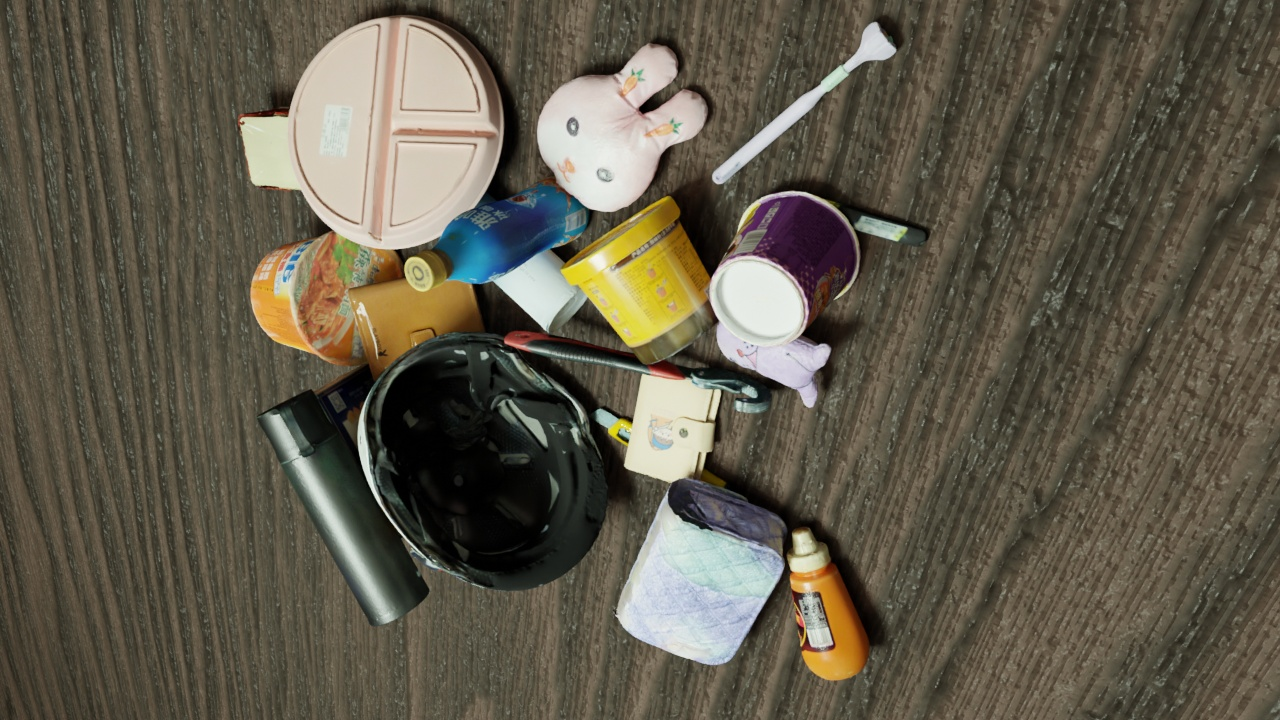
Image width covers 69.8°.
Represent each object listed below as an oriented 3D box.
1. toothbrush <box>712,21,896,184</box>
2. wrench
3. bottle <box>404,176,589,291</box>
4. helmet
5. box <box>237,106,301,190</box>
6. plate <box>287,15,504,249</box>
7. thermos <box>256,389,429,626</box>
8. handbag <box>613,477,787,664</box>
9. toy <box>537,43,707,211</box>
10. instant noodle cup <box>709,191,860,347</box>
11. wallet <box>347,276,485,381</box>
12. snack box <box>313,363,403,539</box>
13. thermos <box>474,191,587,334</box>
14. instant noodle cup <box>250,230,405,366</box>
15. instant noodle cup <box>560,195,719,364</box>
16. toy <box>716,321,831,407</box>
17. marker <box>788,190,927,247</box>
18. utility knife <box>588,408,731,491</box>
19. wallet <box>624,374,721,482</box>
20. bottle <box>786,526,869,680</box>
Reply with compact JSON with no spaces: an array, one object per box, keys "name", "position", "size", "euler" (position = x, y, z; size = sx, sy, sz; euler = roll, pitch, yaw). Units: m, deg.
[{"name":"toothbrush","position":[0.125,-0.202,0.748],"size":[0.190,0.021,0.029],"euler":[-35,93,39]},{"name":"wrench","position":[-0.005,0.005,0.886],"size":[0.274,0.056,0.016],"euler":[14,117,17]},{"name":"bottle","position":[-0.126,-0.109,0.817],"size":[0.065,0.218,0.065],"euler":[14,120,26]},{"name":"helmet","position":[-0.178,0.109,0.971],"size":[0.274,0.229,0.157],"euler":[49,154,-13]},{"name":"box","position":[-0.357,-0.225,0.991],"size":[0.168,0.075,0.091],"euler":[9,116,28]},{"name":"plate","position":[-0.243,-0.224,0.888],"size":[0.230,0.028,0.229],"euler":[0,90,14]},{"name":"thermos","position":[-0.299,0.150,0.918],"size":[0.242,0.068,0.090],"euler":[63,169,-11]},{"name":"handbag","position":[0.062,0.219,0.942],"size":[0.134,0.075,0.194],"euler":[20,125,-1]},{"name":"toy","position":[-0.021,-0.206,0.815],"size":[0.160,0.054,0.121],"euler":[-33,93,29]},{"name":"instant noodle cup","position":[0.114,-0.069,0.757],"size":[0.112,0.099,0.112],"euler":[18,132,20]},{"name":"wallet","position":[-0.238,-0.040,0.994],"size":[0.132,0.031,0.108],"euler":[-12,111,-4]},{"name":"snack box","position":[-0.299,0.099,1.046],"size":[0.046,0.177,0.182],"euler":[-24,99,13]},{"name":"thermos","position":[-0.149,-0.122,0.920],"size":[0.220,0.070,0.070],"euler":[42,127,6]},{"name":"instant noodle cup","position":[-0.351,-0.072,1.023],"size":[0.112,0.151,0.151],"euler":[5,115,38]},{"name":"instant noodle cup","position":[0.009,-0.068,0.825],"size":[0.119,0.118,0.114],"euler":[-26,105,37]},{"name":"toy","position":[0.116,-0.007,0.816],"size":[0.108,0.038,0.084],"euler":[25,143,21]},{"name":"marker","position":[0.176,-0.118,0.760],"size":[0.124,0.015,0.018],"euler":[20,122,18]},{"name":"utility knife","position":[0.020,0.100,0.956],"size":[0.181,0.015,0.033],"euler":[31,122,15]},{"name":"wallet","position":[0.033,0.068,0.919],"size":[0.087,0.024,0.115],"euler":[16,108,16]},{"name":"bottle","position":[0.177,0.234,0.900],"size":[0.067,0.066,0.149],"euler":[-13,98,35]}]
